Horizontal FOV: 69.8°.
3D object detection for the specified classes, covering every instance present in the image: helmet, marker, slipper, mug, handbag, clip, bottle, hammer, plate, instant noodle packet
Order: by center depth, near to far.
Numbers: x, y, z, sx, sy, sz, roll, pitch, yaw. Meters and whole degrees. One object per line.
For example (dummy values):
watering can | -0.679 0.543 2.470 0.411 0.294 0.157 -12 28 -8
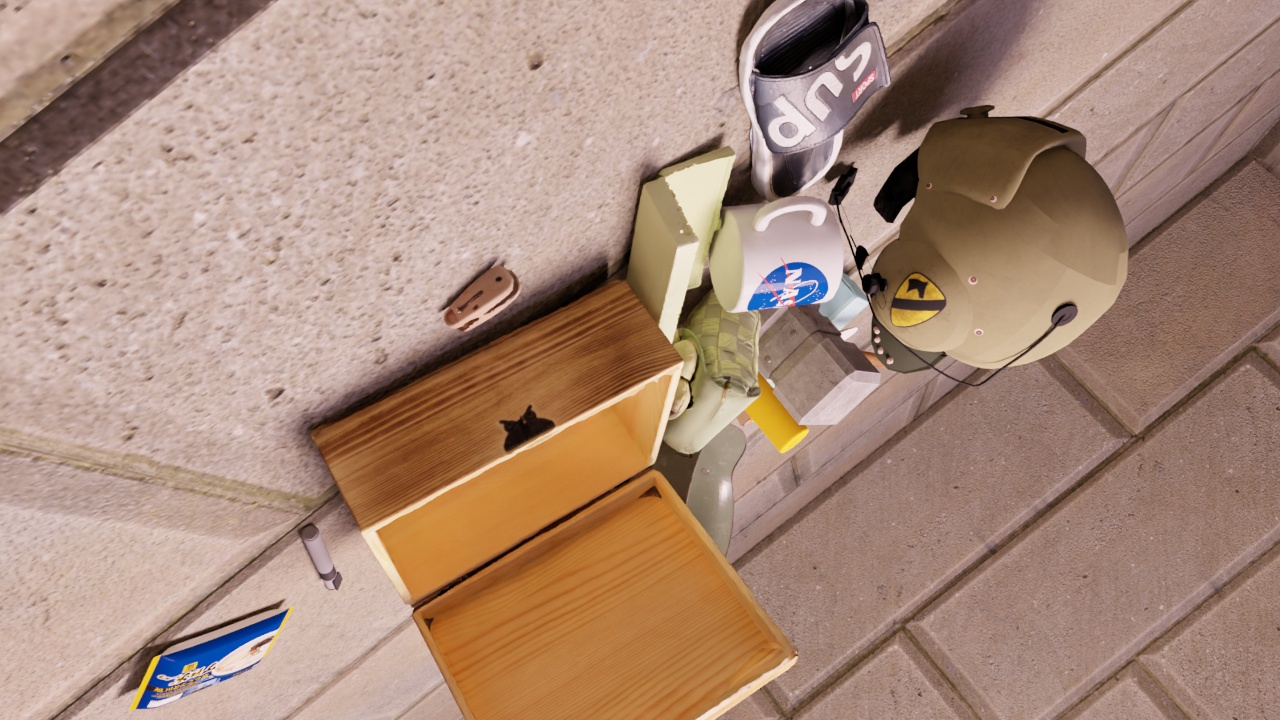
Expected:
clip | -0.115 -0.043 0.651 0.049 0.025 0.061 -14 156 -42
slipper | 0.134 -0.191 0.705 0.111 0.063 0.264 -37 163 -6
mug | 0.118 -0.099 0.787 0.090 0.091 0.121 -7 151 -13
marker | -0.292 0.183 0.842 0.016 0.016 0.141 -29 158 -24
instant noodle packet | -0.395 0.274 0.850 0.134 0.026 0.087 -11 143 -53
helmet | 0.320 -0.118 0.865 0.249 0.255 0.234 -21 157 -43
handbag | 0.053 -0.004 0.898 0.113 0.117 0.186 -54 -163 42
hammer | 0.236 -0.008 1.085 0.083 0.162 0.317 -47 153 23
bottle | 0.138 0.042 1.094 0.043 0.143 0.043 -34 160 -14
helmet | 0.041 0.195 1.209 0.268 0.154 0.226 55 47 -51
plate | 0.241 -0.016 1.283 0.134 0.011 0.135 -26 169 -6

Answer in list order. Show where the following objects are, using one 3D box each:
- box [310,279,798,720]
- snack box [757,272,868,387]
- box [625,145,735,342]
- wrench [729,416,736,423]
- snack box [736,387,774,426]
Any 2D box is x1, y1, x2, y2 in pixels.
box | -0.054 0.179 0.775 0.278 0.336 0.287 -30 161 -18
snack box | 0.209 -0.037 1.182 0.175 0.053 0.074 -44 160 18
box | 0.036 -0.076 0.757 0.098 0.082 0.188 -20 155 -15
wrench | 0.207 0.013 1.352 0.273 0.010 0.070 -42 160 9
snack box | 0.194 0.040 1.284 0.125 0.040 0.088 -26 169 -10
